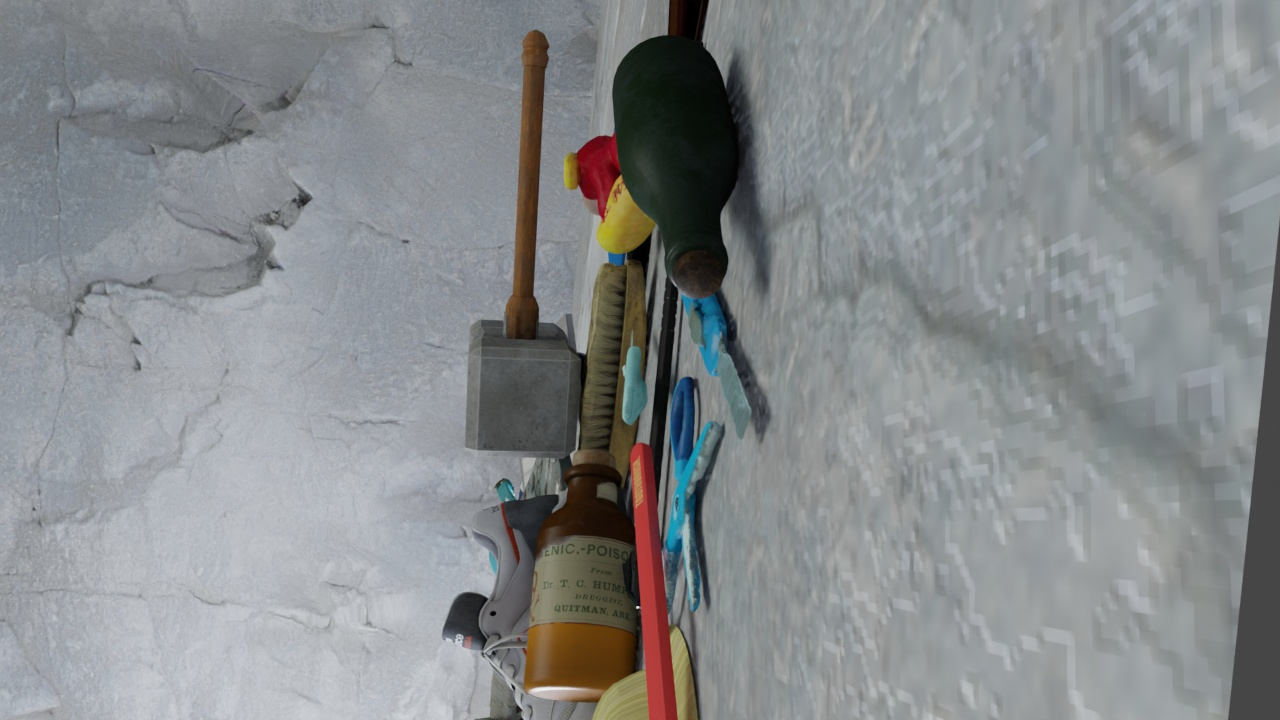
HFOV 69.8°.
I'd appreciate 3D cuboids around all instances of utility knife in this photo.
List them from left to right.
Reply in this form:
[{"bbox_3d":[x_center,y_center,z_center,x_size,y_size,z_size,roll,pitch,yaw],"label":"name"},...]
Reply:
[{"bbox_3d":[-0.003,0.003,0.571,0.166,0.015,0.022,-88,5,-75],"label":"utility knife"},{"bbox_3d":[0.029,-0.019,0.407,0.221,0.015,0.031,-103,16,-68],"label":"utility knife"}]

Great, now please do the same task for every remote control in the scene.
[{"bbox_3d":[-0.005,-0.059,0.748,0.034,0.013,0.150,-138,55,-82],"label":"remote control"}]

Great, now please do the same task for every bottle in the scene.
[{"bbox_3d":[-0.034,0.133,0.589,0.068,0.068,0.156,107,167,-62],"label":"bottle"},{"bbox_3d":[0.017,-0.083,0.392,0.173,0.055,0.055,-94,12,-51],"label":"bottle"}]

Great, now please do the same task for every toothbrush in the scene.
[{"bbox_3d":[0.002,0.114,0.396,0.012,0.018,0.212,-48,30,32],"label":"toothbrush"}]

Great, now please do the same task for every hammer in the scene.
[{"bbox_3d":[-0.091,-0.096,0.730,0.162,0.083,0.318,-133,46,-75],"label":"hammer"},{"bbox_3d":[0.016,-0.027,0.534,0.095,0.015,0.324,135,141,-81],"label":"hammer"}]

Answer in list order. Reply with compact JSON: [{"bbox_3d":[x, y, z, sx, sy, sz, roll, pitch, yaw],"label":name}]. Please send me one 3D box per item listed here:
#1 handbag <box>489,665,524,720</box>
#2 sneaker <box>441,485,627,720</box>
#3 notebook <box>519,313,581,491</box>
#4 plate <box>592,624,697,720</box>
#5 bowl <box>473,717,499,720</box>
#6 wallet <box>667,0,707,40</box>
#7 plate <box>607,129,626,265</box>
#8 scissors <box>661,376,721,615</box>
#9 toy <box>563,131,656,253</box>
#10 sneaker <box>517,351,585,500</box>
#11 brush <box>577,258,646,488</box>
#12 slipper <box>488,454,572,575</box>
[{"bbox_3d":[-0.074,0.234,0.773,0.123,0.047,0.186,-43,-23,-37],"label":"handbag"},{"bbox_3d":[-0.076,0.199,0.638,0.089,0.124,0.239,109,166,-65],"label":"sneaker"},{"bbox_3d":[-0.084,0.080,0.862,0.143,0.009,0.209,-36,57,54],"label":"notebook"},{"bbox_3d":[-0.008,0.215,0.419,0.184,0.036,0.184,-176,92,-84],"label":"plate"},{"bbox_3d":[-0.100,0.354,0.769,0.038,0.157,0.158,-44,-19,-33],"label":"bowl"},{"bbox_3d":[0.025,-0.202,0.606,0.091,0.018,0.116,-95,10,-57],"label":"wallet"},{"bbox_3d":[-0.018,-0.171,0.856,0.224,0.024,0.224,-177,94,-87],"label":"plate"},{"bbox_3d":[0.018,0.065,0.431,0.134,0.011,0.139,103,172,-45],"label":"scissors"},{"bbox_3d":[-0.015,-0.139,0.683,0.106,0.067,0.137,-68,24,16],"label":"toy"},{"bbox_3d":[-0.072,0.103,0.939,0.119,0.091,0.232,137,138,-64],"label":"sneaker"},{"bbox_3d":[-0.023,0.019,0.701,0.059,0.043,0.195,-103,19,-71],"label":"brush"},{"bbox_3d":[-0.111,0.144,0.814,0.270,0.054,0.098,121,153,-56],"label":"slipper"}]
